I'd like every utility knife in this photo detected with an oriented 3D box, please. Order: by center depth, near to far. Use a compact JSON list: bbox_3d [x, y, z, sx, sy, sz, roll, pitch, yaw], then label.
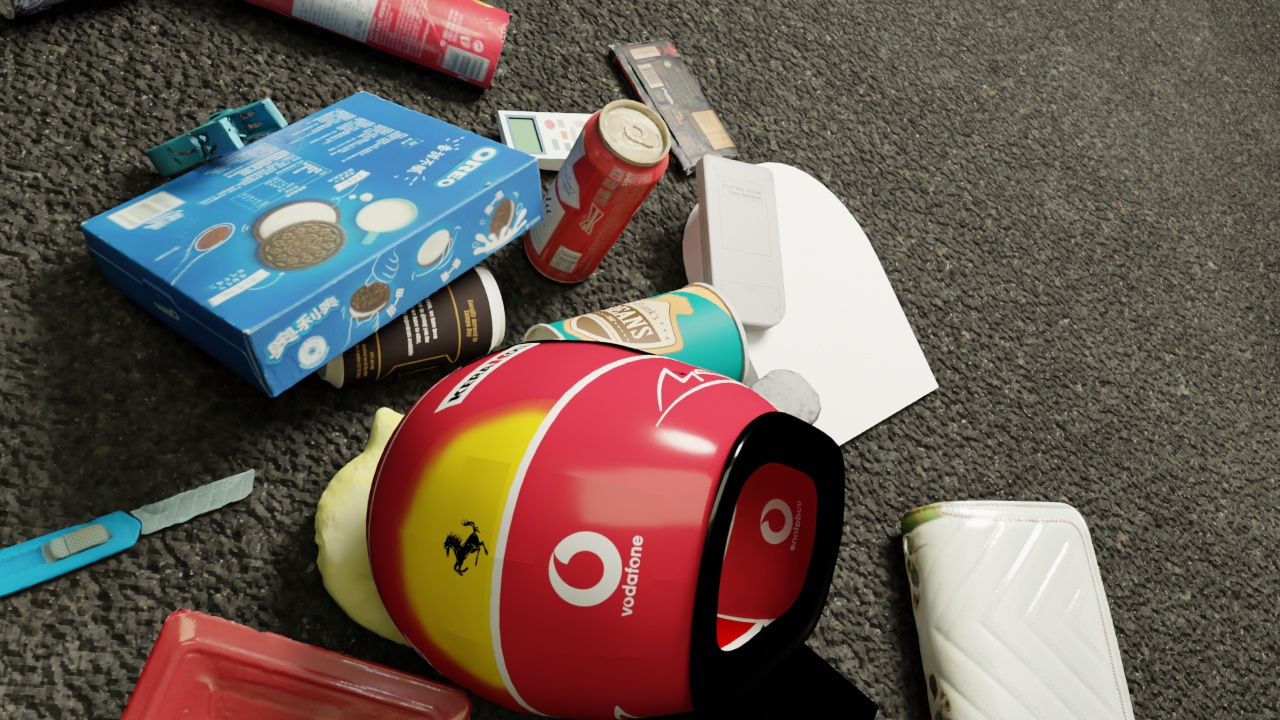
[{"bbox_3d":[-0.343,0.111,0.547,0.224,0.015,0.031,-21,80,-33],"label":"utility knife"}]

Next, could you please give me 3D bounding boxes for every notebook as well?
[{"bbox_3d":[0.072,0.251,0.643,0.206,0.016,0.148,42,54,-13],"label":"notebook"}]

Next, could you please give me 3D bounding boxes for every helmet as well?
[{"bbox_3d":[-0.028,0.088,0.520,0.270,0.225,0.197,8,90,-63],"label":"helmet"}]

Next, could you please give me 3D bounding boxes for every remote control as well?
[{"bbox_3d":[0.085,-0.100,0.785,0.074,0.019,0.151,5,73,-28],"label":"remote control"},{"bbox_3d":[-0.058,-0.194,0.823,0.143,0.024,0.049,-6,68,-29],"label":"remote control"}]

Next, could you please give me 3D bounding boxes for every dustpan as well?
[{"bbox_3d":[0.143,-0.052,0.848,0.191,0.053,0.257,-24,88,-32],"label":"dustpan"}]

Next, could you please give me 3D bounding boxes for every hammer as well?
[{"bbox_3d":[0.009,0.122,0.670,0.327,0.098,0.052,-38,76,-25],"label":"hammer"}]

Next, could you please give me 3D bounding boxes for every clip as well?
[{"bbox_3d":[-0.313,-0.148,0.640,0.121,0.130,0.031,-31,117,-18],"label":"clip"}]

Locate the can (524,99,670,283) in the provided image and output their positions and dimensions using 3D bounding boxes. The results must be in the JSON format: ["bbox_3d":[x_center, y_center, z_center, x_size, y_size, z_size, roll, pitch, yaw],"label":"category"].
[{"bbox_3d":[-0.036,-0.125,0.710,0.067,0.171,0.067,11,62,-21],"label":"can"}]

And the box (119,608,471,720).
[{"bbox_3d":[-0.195,0.226,0.478,0.157,0.156,0.146,25,63,-14],"label":"box"}]

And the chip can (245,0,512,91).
[{"bbox_3d":[-0.227,-0.301,0.772,0.233,0.073,0.073,16,60,-18],"label":"chip can"}]

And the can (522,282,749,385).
[{"bbox_3d":[-0.004,0.004,0.702,0.143,0.099,0.099,-17,73,-30],"label":"can"}]

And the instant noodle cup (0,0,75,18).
[{"bbox_3d":[-0.437,-0.317,0.658,0.112,0.137,0.137,-41,86,-26],"label":"instant noodle cup"}]

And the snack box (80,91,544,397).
[{"bbox_3d":[-0.215,-0.096,0.626,0.196,0.056,0.238,27,49,30],"label":"snack box"}]

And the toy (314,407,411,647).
[{"bbox_3d":[-0.134,0.100,0.617,0.170,0.065,0.155,-17,79,-31],"label":"toy"}]

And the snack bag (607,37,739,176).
[{"bbox_3d":[0.034,-0.251,0.897,0.074,0.018,0.155,-20,75,-31],"label":"snack bag"}]

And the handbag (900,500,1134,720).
[{"bbox_3d":[0.289,0.219,0.735,0.142,0.096,0.198,3,64,-8],"label":"handbag"}]

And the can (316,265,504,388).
[{"bbox_3d":[-0.169,-0.027,0.660,0.128,0.072,0.072,-14,72,-30],"label":"can"}]
